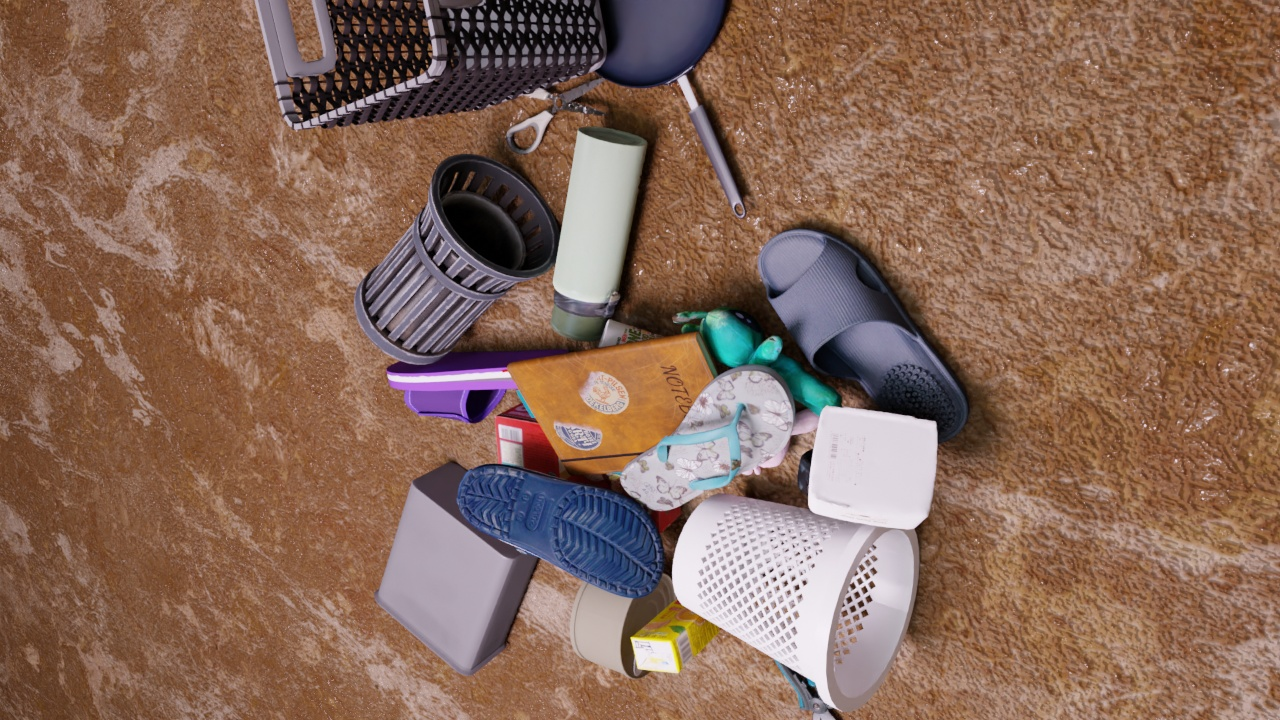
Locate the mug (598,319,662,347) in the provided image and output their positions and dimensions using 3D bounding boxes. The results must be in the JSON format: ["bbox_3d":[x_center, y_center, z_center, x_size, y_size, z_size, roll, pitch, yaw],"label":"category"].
[{"bbox_3d":[-0.006,0.006,1.025,0.089,0.105,0.073,18,79,-4],"label":"mug"}]

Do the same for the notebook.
[{"bbox_3d":[-0.017,0.060,0.989,0.250,0.014,0.178,-9,123,30],"label":"notebook"}]

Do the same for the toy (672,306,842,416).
[{"bbox_3d":[0.116,0.002,0.919,0.193,0.130,0.072,35,86,20],"label":"toy"}]

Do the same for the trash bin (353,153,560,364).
[{"bbox_3d":[-0.228,-0.107,1.087,0.228,0.163,0.164,-38,84,38],"label":"trash bin"}]

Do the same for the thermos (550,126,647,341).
[{"bbox_3d":[-0.048,-0.133,1.012,0.082,0.082,0.232,24,116,24],"label":"thermos"}]

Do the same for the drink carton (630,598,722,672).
[{"bbox_3d":[0.051,0.307,1.059,0.059,0.134,0.043,-8,99,36],"label":"drink carton"}]

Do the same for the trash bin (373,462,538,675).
[{"bbox_3d":[-0.250,0.286,1.265,0.192,0.097,0.220,33,119,19],"label":"trash bin"}]

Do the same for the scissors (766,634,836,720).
[{"bbox_3d":[0.192,0.368,1.062,0.124,0.019,0.157,23,115,25],"label":"scissors"}]

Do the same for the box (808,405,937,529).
[{"bbox_3d":[0.215,0.098,0.877,0.108,0.137,0.128,9,69,7],"label":"box"}]

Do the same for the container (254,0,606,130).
[{"bbox_3d":[-0.208,-0.378,0.912,0.246,0.242,0.247,-4,101,39],"label":"container"}]

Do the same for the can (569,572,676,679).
[{"bbox_3d":[-0.020,0.310,1.109,0.073,0.127,0.128,9,110,32],"label":"can"}]

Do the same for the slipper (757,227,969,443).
[{"bbox_3d":[0.209,-0.021,0.885,0.263,0.082,0.101,48,123,8],"label":"slipper"}]

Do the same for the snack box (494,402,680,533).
[{"bbox_3d":[-0.066,0.128,1.118,0.237,0.060,0.113,8,109,30],"label":"snack box"}]

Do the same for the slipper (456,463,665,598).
[{"bbox_3d":[-0.087,0.186,1.063,0.253,0.095,0.105,23,80,4],"label":"slipper"}]

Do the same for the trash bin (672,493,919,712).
[{"bbox_3d":[0.152,0.228,0.952,0.200,0.195,0.196,13,112,39],"label":"trash bin"}]

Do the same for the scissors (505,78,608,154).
[{"bbox_3d":[-0.108,-0.290,1.028,0.162,0.012,0.159,53,132,11],"label":"scissors"}]

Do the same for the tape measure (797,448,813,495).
[{"bbox_3d":[0.198,0.120,0.945,0.071,0.072,0.042,0,113,2],"label":"tape measure"}]

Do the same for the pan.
[{"bbox_3d":[0.034,-0.309,0.936,0.199,0.021,0.356,-23,92,35],"label":"pan"}]

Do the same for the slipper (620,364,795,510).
[{"bbox_3d":[0.065,0.101,0.935,0.098,0.054,0.270,36,136,-7],"label":"slipper"}]

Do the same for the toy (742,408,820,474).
[{"bbox_3d":[0.139,0.077,0.984,0.063,0.047,0.110,48,113,6],"label":"toy"}]

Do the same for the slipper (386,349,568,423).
[{"bbox_3d":[-0.204,0.041,1.155,0.267,0.107,0.084,-2,104,28],"label":"slipper"}]
